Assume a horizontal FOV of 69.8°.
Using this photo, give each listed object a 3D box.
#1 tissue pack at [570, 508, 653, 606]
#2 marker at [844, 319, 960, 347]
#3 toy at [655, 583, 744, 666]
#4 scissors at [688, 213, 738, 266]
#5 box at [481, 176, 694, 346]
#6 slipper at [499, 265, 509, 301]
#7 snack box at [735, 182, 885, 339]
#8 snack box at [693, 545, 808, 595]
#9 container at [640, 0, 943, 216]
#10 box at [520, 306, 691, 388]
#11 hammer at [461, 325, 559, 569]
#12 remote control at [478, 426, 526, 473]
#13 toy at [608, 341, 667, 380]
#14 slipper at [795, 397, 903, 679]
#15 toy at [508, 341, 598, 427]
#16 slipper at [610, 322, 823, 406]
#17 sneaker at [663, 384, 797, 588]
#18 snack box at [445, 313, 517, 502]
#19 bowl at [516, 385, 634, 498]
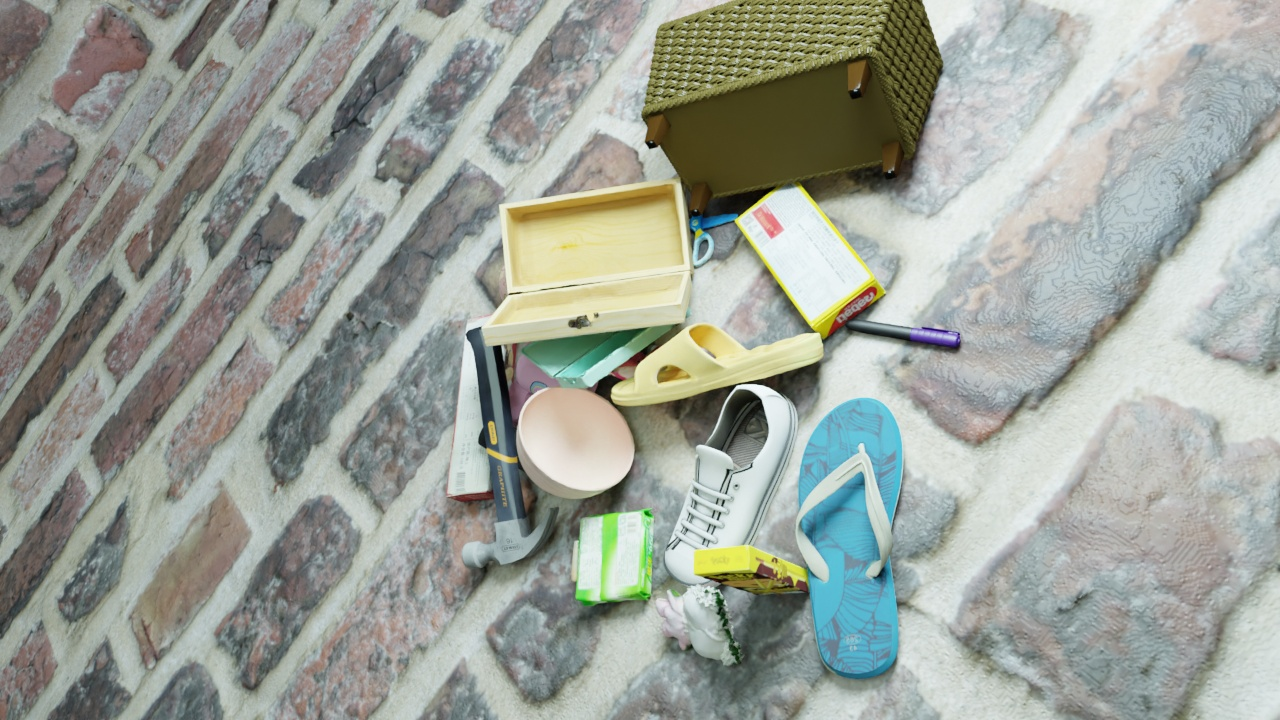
[{"bbox_3d":[-0.032,0.235,1.104,0.100,0.034,0.113,-11,63,28],"label":"tissue pack"},{"bbox_3d":[0.289,-0.032,1.017,0.134,0.015,0.018,12,62,38],"label":"marker"},{"bbox_3d":[0.062,0.284,1.002,0.109,0.041,0.096,-7,101,44],"label":"toy"},{"bbox_3d":[0.074,-0.182,1.236,0.126,0.013,0.126,-8,69,33],"label":"scissors"},{"bbox_3d":[-0.061,-0.115,1.177,0.248,0.119,0.252,-7,49,12],"label":"box"},{"bbox_3d":[-0.137,-0.110,1.306,0.197,0.081,0.093,13,78,35],"label":"slipper"},{"bbox_3d":[0.201,-0.127,1.105,0.092,0.042,0.200,-39,52,13],"label":"snack box"},{"bbox_3d":[0.115,0.216,0.936,0.061,0.149,0.025,-13,63,30],"label":"snack box"},{"bbox_3d":[0.169,-0.310,1.095,0.322,0.176,0.204,-6,52,33],"label":"container"},{"bbox_3d":[-0.042,-0.031,1.165,0.186,0.055,0.138,-35,33,-29],"label":"box"},{"bbox_3d":[-0.190,0.108,1.205,0.139,0.035,0.312,-13,82,21],"label":"hammer"},{"bbox_3d":[-0.153,0.124,1.222,0.140,0.021,0.045,28,86,19],"label":"remote control"},{"bbox_3d":[-0.007,0.007,1.183,0.103,0.065,0.050,-18,92,23],"label":"toy"},{"bbox_3d":[0.211,0.173,0.949,0.118,0.060,0.294,-13,62,34],"label":"slipper"},{"bbox_3d":[-0.126,0.034,1.232,0.123,0.067,0.158,34,115,19],"label":"toy"},{"bbox_3d":[0.083,-0.007,1.086,0.264,0.099,0.078,-12,96,25],"label":"slipper"},{"bbox_3d":[0.091,0.135,1.023,0.091,0.097,0.245,25,85,40],"label":"sneaker"},{"bbox_3d":[-0.223,0.064,1.311,0.077,0.044,0.272,-10,65,25],"label":"snack box"},{"bbox_3d":[-0.091,0.113,1.148,0.076,0.152,0.152,-57,40,46],"label":"bowl"}]
